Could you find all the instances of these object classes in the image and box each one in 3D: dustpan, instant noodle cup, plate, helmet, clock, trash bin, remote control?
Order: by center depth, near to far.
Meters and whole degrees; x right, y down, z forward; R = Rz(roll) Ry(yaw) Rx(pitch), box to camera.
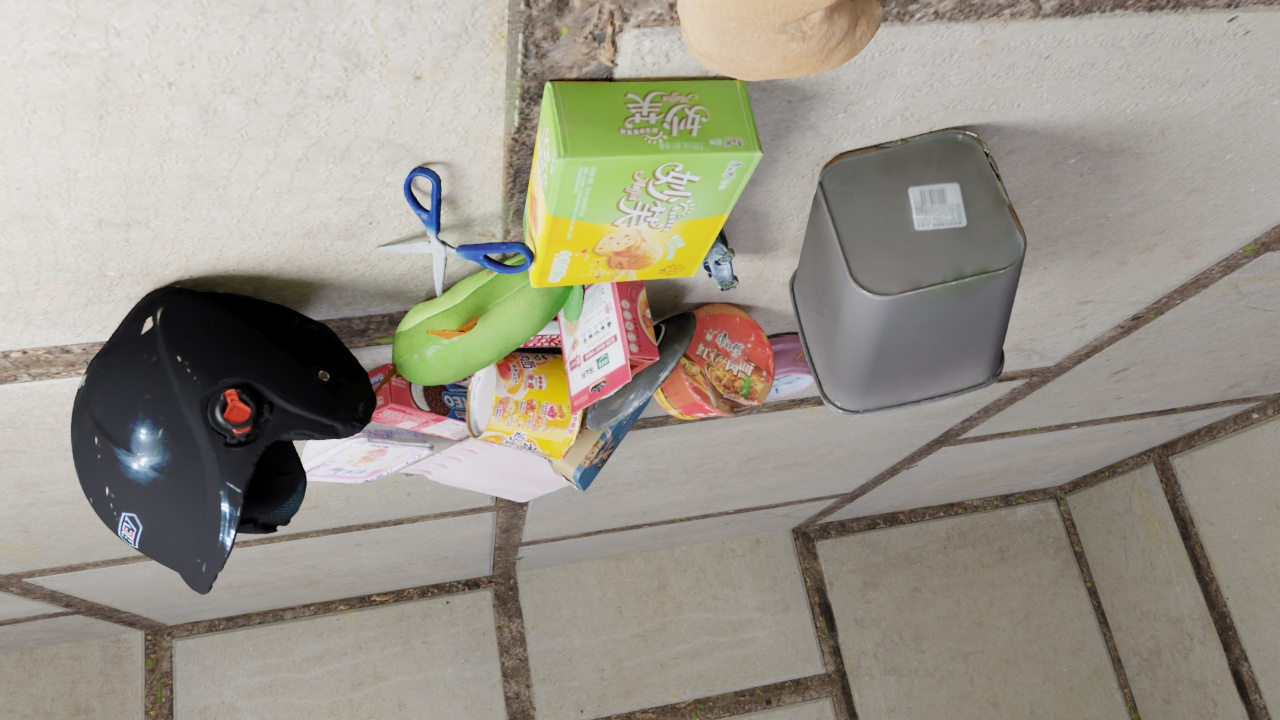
[{"bbox_3d":[-0.389,0.064,0.832,0.230,0.274,0.234,28,135,-19],"label":"helmet"},{"bbox_3d":[0.255,-0.085,0.881,0.198,0.198,0.220,-13,154,2],"label":"trash bin"},{"bbox_3d":[-0.006,0.006,1.048,0.024,0.178,0.180,42,137,-17],"label":"plate"},{"bbox_3d":[-0.119,-0.030,1.059,0.135,0.020,0.056,-2,163,-28],"label":"remote control"},{"bbox_3d":[-0.145,0.049,1.121,0.109,0.137,0.138,10,153,-28],"label":"instant noodle cup"},{"bbox_3d":[0.079,0.009,1.132,0.137,0.137,0.109,0,167,-28],"label":"instant noodle cup"},{"bbox_3d":[-0.389,0.119,1.282,0.174,0.060,0.137,-24,157,36],"label":"instant noodle cup"},{"bbox_3d":[0.174,0.017,1.294,0.159,0.059,0.117,-19,158,27],"label":"clock"},{"bbox_3d":[-0.185,0.112,1.353,0.273,0.138,0.223,27,144,-38],"label":"dustpan"}]

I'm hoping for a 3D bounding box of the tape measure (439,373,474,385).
[{"bbox_3d":[-0.223,0.006,1.084,0.057,0.039,0.057,2,157,-31],"label":"tape measure"}]

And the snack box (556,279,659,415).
[{"bbox_3d":[-0.036,-0.017,0.989,0.044,0.127,0.113,6,155,-38],"label":"snack box"}]

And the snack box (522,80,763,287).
[{"bbox_3d":[-0.009,-0.138,0.753,0.157,0.070,0.210,-5,160,-14],"label":"snack box"}]

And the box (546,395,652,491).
[{"bbox_3d":[-0.050,0.085,1.242,0.184,0.059,0.090,-52,166,-12],"label":"box"}]

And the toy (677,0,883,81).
[{"bbox_3d":[0.088,-0.243,0.511,0.143,0.082,0.226,-12,158,-10],"label":"toy"}]

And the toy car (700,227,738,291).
[{"bbox_3d":[0.073,-0.108,0.903,0.037,0.054,0.120,-17,161,8],"label":"toy car"}]

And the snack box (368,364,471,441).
[{"bbox_3d":[-0.272,0.059,1.182,0.058,0.057,0.207,-22,158,22],"label":"snack box"}]

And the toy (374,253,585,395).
[{"bbox_3d":[-0.167,-0.034,0.899,0.247,0.090,0.226,-29,-172,11],"label":"toy"}]

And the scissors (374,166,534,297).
[{"bbox_3d":[-0.166,-0.102,0.784,0.176,0.012,0.162,11,146,20],"label":"scissors"}]
